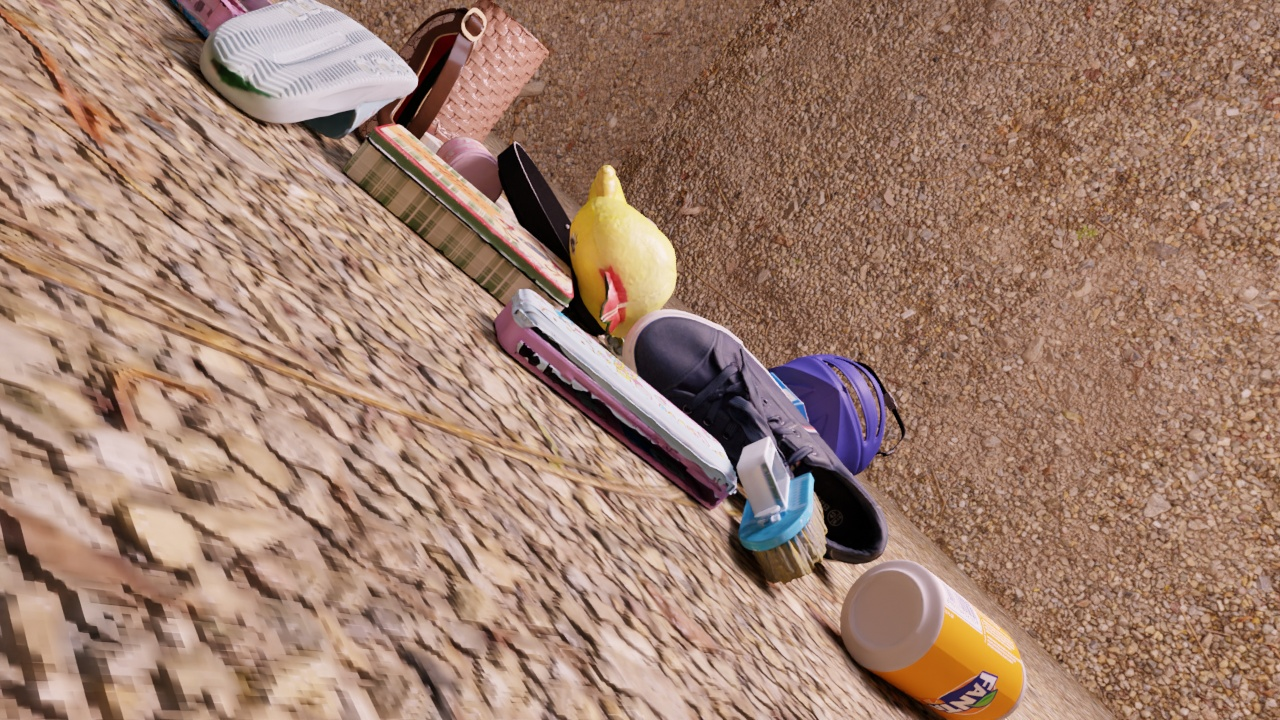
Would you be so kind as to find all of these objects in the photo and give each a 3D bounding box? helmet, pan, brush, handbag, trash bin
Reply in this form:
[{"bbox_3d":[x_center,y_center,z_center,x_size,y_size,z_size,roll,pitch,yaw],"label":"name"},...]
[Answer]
[{"bbox_3d":[0.228,0.059,1.051,0.147,0.227,0.242,65,-24,16],"label":"helmet"},{"bbox_3d":[-0.087,-0.139,1.047,0.225,0.034,0.356,60,5,-10],"label":"pan"},{"bbox_3d":[0.095,0.104,0.655,0.075,0.055,0.135,63,12,-2],"label":"brush"},{"bbox_3d":[-0.204,-0.267,0.882,0.063,0.166,0.138,36,-7,-34],"label":"handbag"},{"bbox_3d":[-0.244,-0.394,1.287,0.151,0.210,0.151,41,7,-7],"label":"trash bin"}]

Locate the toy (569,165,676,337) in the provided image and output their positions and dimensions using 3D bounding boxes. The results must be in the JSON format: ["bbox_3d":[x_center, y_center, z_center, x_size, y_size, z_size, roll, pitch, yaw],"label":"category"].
[{"bbox_3d":[-0.022,-0.104,0.859,0.207,0.092,0.134,-110,-172,-50],"label":"toy"}]

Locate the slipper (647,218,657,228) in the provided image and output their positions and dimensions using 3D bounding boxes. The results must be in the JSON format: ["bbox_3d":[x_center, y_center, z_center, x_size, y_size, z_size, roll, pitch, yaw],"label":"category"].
[{"bbox_3d":[-0.011,-0.128,1.089,0.093,0.081,0.197,57,9,-16],"label":"slipper"}]

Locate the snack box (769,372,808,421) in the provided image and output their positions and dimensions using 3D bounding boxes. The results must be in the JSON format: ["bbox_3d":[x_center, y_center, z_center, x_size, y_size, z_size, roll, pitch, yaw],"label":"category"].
[{"bbox_3d":[0.149,0.095,0.914,0.087,0.034,0.151,-121,-169,-68],"label":"snack box"}]

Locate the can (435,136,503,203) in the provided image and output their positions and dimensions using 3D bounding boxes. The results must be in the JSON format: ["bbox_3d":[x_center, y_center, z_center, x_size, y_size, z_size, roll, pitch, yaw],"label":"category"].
[{"bbox_3d":[-0.191,-0.207,1.017,0.067,0.067,0.076,38,7,-33],"label":"can"}]

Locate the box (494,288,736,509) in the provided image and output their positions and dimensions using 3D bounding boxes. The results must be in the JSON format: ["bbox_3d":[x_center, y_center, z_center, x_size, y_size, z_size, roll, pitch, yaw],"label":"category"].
[{"bbox_3d":[-0.014,0.028,0.667,0.214,0.036,0.076,40,7,-21],"label":"box"}]

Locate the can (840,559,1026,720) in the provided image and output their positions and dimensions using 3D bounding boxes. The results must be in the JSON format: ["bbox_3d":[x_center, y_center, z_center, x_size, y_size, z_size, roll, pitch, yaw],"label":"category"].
[{"bbox_3d":[0.211,0.204,0.654,0.142,0.079,0.079,38,8,-32],"label":"can"}]

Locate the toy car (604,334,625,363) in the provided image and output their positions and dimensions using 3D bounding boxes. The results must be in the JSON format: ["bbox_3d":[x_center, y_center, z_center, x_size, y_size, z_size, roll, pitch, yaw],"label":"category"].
[{"bbox_3d":[-0.005,0.005,0.899,0.090,0.027,0.038,46,11,19],"label":"toy car"}]

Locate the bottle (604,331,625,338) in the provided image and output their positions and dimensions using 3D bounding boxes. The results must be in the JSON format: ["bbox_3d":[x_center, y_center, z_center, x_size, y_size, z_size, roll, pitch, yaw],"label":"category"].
[{"bbox_3d":[-0.005,-0.013,0.976,0.036,0.036,0.110,46,8,32],"label":"bottle"}]

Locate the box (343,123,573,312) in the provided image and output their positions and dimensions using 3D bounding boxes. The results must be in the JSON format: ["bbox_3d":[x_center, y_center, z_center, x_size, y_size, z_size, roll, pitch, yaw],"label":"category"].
[{"bbox_3d":[-0.145,-0.113,0.766,0.205,0.050,0.117,40,6,-14],"label":"box"}]

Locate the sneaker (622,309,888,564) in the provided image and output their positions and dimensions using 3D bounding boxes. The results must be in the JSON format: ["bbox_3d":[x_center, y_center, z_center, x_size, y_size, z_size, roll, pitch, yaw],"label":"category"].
[{"bbox_3d":[0.102,0.071,0.782,0.294,0.120,0.127,44,-6,-4],"label":"sneaker"}]

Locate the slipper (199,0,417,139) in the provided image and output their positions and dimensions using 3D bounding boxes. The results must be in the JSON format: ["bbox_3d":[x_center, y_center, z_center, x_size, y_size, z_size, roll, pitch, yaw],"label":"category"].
[{"bbox_3d":[-0.259,-0.220,0.711,0.104,0.074,0.244,40,23,-9],"label":"slipper"}]

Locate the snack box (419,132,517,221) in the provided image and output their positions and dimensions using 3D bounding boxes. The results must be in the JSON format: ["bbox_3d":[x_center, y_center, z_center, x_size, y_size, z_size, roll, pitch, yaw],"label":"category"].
[{"bbox_3d":[-0.220,-0.227,1.155,0.150,0.026,0.082,43,7,3],"label":"snack box"}]

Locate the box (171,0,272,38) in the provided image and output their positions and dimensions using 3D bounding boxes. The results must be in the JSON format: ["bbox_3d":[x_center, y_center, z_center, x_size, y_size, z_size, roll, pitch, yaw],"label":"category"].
[{"bbox_3d":[-0.371,-0.341,0.784,0.230,0.077,0.084,45,7,24],"label":"box"}]
